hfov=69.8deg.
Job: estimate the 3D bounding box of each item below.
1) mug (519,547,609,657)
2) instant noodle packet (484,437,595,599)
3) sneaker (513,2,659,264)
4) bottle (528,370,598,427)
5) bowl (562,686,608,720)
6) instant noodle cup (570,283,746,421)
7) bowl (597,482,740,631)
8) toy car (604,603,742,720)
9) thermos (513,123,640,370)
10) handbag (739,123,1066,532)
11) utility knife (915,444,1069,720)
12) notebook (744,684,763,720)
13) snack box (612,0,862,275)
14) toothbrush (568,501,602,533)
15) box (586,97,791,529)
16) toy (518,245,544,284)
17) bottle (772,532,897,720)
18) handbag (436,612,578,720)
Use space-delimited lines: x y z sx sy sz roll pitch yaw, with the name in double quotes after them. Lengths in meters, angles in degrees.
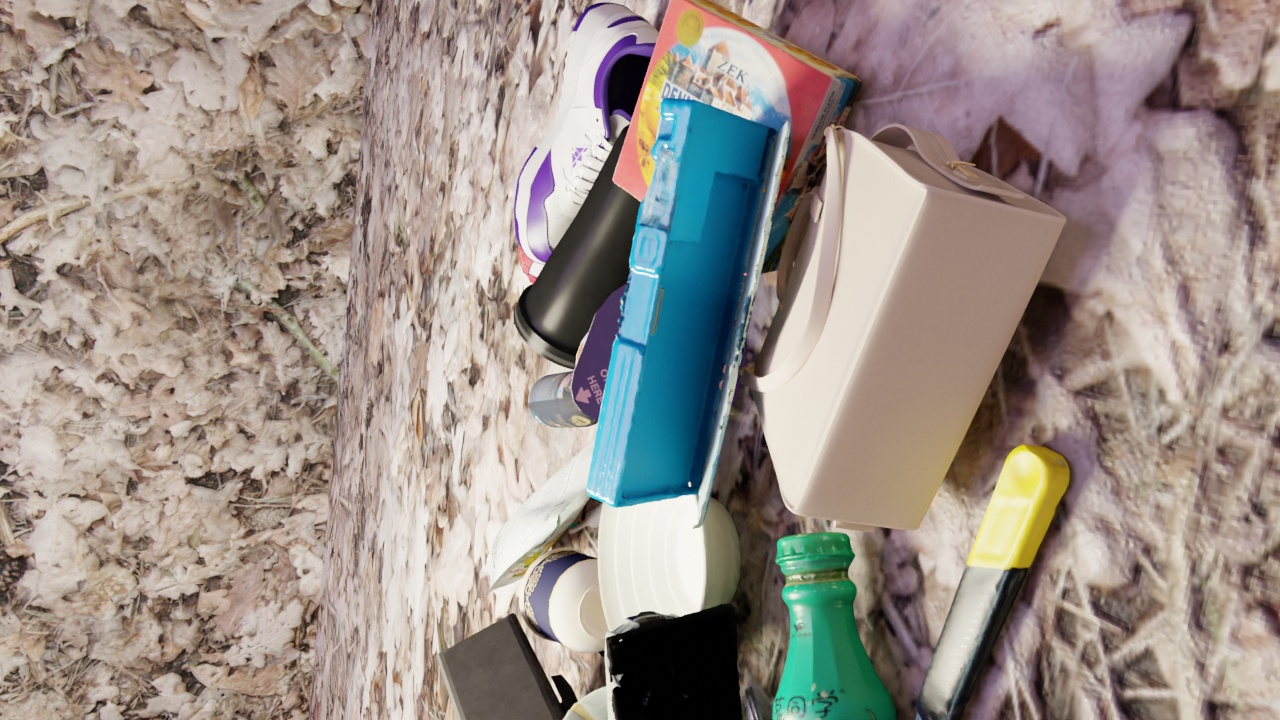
-0.045 0.226 0.819 0.112 0.085 0.089 60 154 -12 "mug"
-0.080 0.144 0.887 0.146 0.057 0.270 -58 6 -37 "instant noodle packet"
-0.032 -0.189 0.825 0.111 0.091 0.244 38 116 45 "sneaker"
-0.060 0.037 0.889 0.161 0.056 0.056 -10 77 63 "bottle"
0.020 0.313 0.661 0.174 0.068 0.174 -3 82 22 "bowl"
-0.004 0.004 0.714 0.122 0.136 0.122 66 164 -4 "instant noodle cup"
0.029 0.147 0.690 0.177 0.057 0.176 -17 71 62 "bowl"
0.012 0.251 0.588 0.071 0.094 0.192 2 98 58 "toy car"
-0.028 -0.095 0.801 0.219 0.105 0.105 -59 37 35 "thermos"
0.116 -0.036 0.514 0.197 0.101 0.195 -109 32 -61 "handbag"
0.166 0.128 0.455 0.029 0.020 0.188 -132 52 -58 "utility knife"
0.076 0.327 0.510 0.178 0.013 0.245 72 -166 -82 "notebook"
0.059 -0.155 0.631 0.142 0.040 0.145 41 126 30 "snack box"
-0.031 0.139 0.857 0.188 0.018 0.019 139 132 -55 "toothbrush"
0.045 -0.025 0.555 0.085 0.091 0.243 19 102 40 "box"
-0.096 -0.095 0.980 0.092 0.062 0.133 175 86 -71 "toy"
0.108 0.203 0.508 0.068 0.068 0.209 -33 58 59 "bottle"
-0.073 0.355 0.801 0.197 0.102 0.199 46 159 54 "handbag"
